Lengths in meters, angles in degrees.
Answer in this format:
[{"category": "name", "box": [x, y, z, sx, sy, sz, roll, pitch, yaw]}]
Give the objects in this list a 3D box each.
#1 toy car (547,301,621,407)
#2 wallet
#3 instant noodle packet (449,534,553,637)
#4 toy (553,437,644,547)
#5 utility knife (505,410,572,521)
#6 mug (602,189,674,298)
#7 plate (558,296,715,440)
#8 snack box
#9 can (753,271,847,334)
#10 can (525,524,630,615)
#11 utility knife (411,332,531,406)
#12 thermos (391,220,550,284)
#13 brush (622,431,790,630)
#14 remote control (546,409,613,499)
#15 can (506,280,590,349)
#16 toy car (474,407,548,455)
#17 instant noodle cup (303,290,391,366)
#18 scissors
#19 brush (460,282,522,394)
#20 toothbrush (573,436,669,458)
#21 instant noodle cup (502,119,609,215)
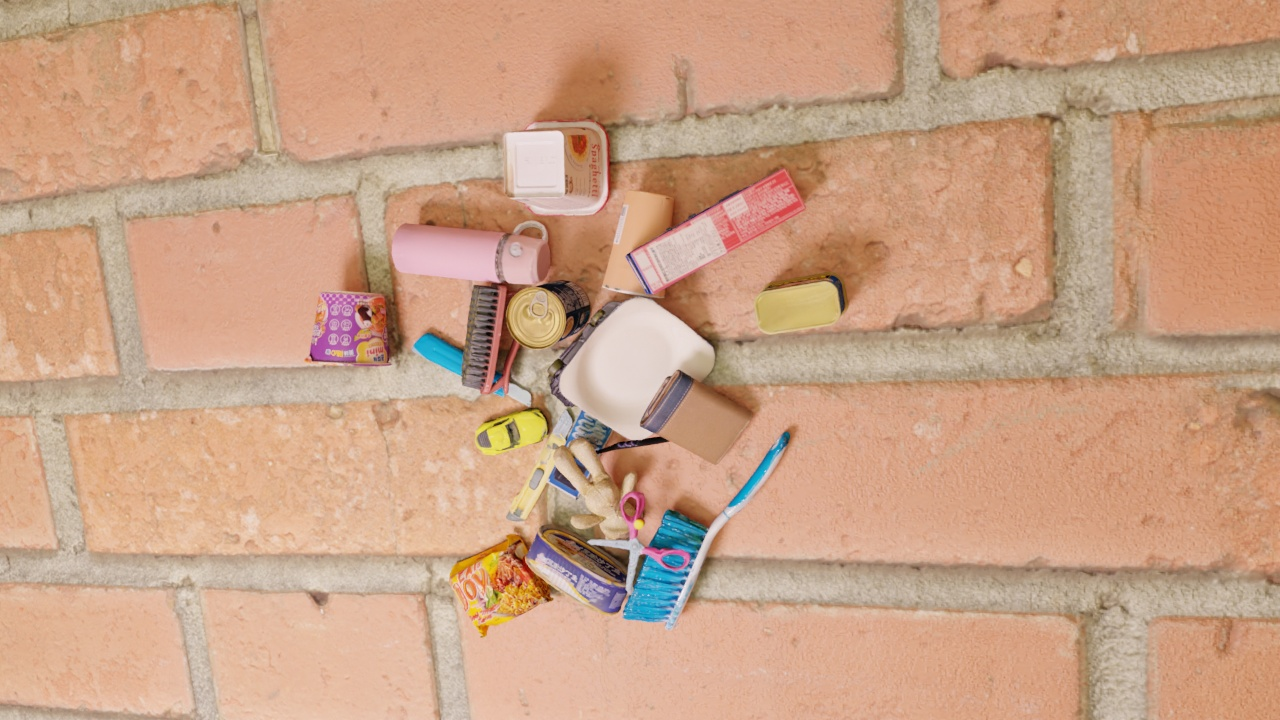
[{"category": "toy car", "box": [-0.056, -0.007, 1.171, 0.070, 0.042, 0.158, 43, 105, 3]}, {"category": "wallet", "box": [0.069, 0.071, 1.139, 0.115, 0.033, 0.090, 29, 109, -13]}, {"category": "instant noodle packet", "box": [-0.199, 0.313, 1.272, 0.129, 0.044, 0.110, -31, 87, 19]}, {"category": "toy", "box": [-0.055, 0.167, 1.176, 0.105, 0.066, 0.157, -39, 114, -16]}, {"category": "utility knife", "box": [-0.134, 0.146, 1.240, 0.031, 0.019, 0.183, 29, 102, 3]}, {"category": "mug", "box": [0.001, -0.142, 1.117, 0.078, 0.078, 0.123, 11, 98, 13]}, {"category": "plate", "box": [-0.007, 0.007, 1.134, 0.164, 0.034, 0.164, 36, 102, -31]}, {"category": "snack box", "box": [0.084, -0.148, 1.061, 0.207, 0.057, 0.058, -29, 98, -3]}, {"category": "can", "box": [0.187, -0.066, 1.070, 0.102, 0.083, 0.057, -9, 97, 17]}, {"category": "can", "box": [-0.081, 0.274, 1.211, 0.148, 0.074, 0.049, 29, 105, 20]}, {"category": "utility knife", "box": [-0.224, 0.014, 1.236, 0.182, 0.018, 0.034, 28, 89, 8]}, {"category": "thermos", "box": [-0.215, -0.146, 1.184, 0.199, 0.067, 0.087, 6, 72, 15]}, {"category": "brush", "box": [0.080, 0.212, 1.172, 0.109, 0.060, 0.315, 23, 103, 5]}, {"category": "remote control", "box": [-0.077, 0.121, 1.211, 0.049, 0.024, 0.125, 30, 105, 9]}, {"category": "can", "box": [-0.112, -0.059, 1.143, 0.075, 0.111, 0.075, 2, 100, 13]}, {"category": "toy car", "box": [-0.174, 0.097, 1.230, 0.105, 0.032, 0.048, -17, 95, 16]}, {"category": "instant noodle cup", "box": [-0.388, -0.043, 1.230, 0.112, 0.111, 0.099, 5, 93, 15]}, {"category": "scissors", "box": [-0.001, 0.231, 1.153, 0.134, 0.017, 0.133, 9, 99, 6]}, {"category": "brush", "box": [-0.190, -0.026, 1.193, 0.069, 0.063, 0.146, 7, 96, -21]}, {"category": "toothbrush", "box": [-0.006, 0.105, 1.176, 0.189, 0.014, 0.017, -10, 129, 6]}, {"category": "instant noodle cup", "box": [-0.105, -0.232, 1.101, 0.117, 0.124, 0.116, 2, 101, 15]}]
